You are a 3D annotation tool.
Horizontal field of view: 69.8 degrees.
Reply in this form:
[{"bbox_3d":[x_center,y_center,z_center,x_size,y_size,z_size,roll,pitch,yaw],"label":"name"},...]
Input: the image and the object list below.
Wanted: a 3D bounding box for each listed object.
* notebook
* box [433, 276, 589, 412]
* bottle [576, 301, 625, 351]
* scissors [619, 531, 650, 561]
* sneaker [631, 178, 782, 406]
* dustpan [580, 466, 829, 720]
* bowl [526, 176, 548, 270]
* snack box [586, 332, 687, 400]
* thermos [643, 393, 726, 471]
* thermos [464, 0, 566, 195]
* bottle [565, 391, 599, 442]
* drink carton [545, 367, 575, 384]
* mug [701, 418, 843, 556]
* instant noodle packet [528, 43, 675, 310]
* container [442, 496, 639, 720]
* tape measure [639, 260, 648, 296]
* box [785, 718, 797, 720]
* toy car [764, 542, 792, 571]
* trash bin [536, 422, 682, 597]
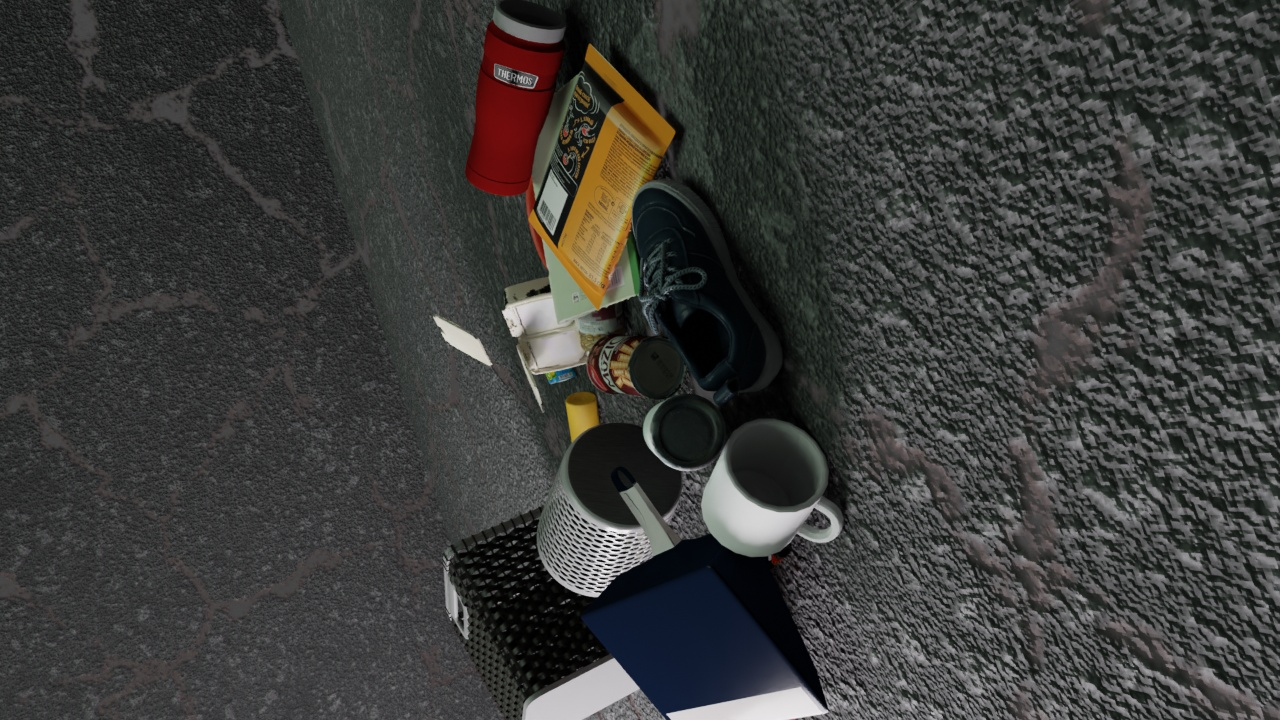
[{"bbox_3d":[-0.068,-0.179,1.019,0.182,0.010,0.252,-15,84,56],"label":"notebook"},{"bbox_3d":[-0.148,-0.006,1.138,0.144,0.187,0.105,74,-177,-49],"label":"box"},{"bbox_3d":[-0.050,-0.067,1.091,0.056,0.056,0.105,33,134,57],"label":"bottle"},{"bbox_3d":[0.005,0.257,1.256,0.171,0.012,0.157,-5,102,67],"label":"scissors"},{"bbox_3d":[0.039,-0.065,0.821,0.089,0.087,0.235,-47,62,37],"label":"sneaker"},{"bbox_3d":[0.041,0.234,0.919,0.273,0.079,0.237,51,138,-2],"label":"dustpan"},{"bbox_3d":[-0.098,-0.171,1.140,0.130,0.045,0.131,48,147,46],"label":"bowl"},{"bbox_3d":[-0.006,0.006,1.023,0.121,0.072,0.072,5,110,66],"label":"snack box"},{"bbox_3d":[0.037,0.068,0.881,0.230,0.068,0.068,107,145,-85],"label":"thermos"},{"bbox_3d":[-0.141,-0.296,1.029,0.107,0.084,0.199,-86,13,-53],"label":"thermos"},{"bbox_3d":[-0.075,0.117,1.300,0.043,0.043,0.144,35,137,56],"label":"bottle"},{"bbox_3d":[-0.132,-0.031,1.329,0.044,0.038,0.129,-18,90,68],"label":"drink carton"},{"bbox_3d":[0.121,0.120,0.806,0.121,0.090,0.090,30,144,11],"label":"mug"},{"bbox_3d":[-0.048,-0.186,0.950,0.160,0.032,0.221,53,134,31],"label":"instant noodle packet"},{"bbox_3d":[-0.129,0.386,1.364,0.243,0.245,0.248,55,152,29],"label":"container"},{"bbox_3d":[0.021,-0.078,0.942,0.059,0.038,0.058,45,145,49],"label":"tape measure"},{"bbox_3d":[0.107,0.375,1.020,0.129,0.087,0.158,46,150,46],"label":"box"},{"bbox_3d":[0.107,0.165,0.904,0.100,0.048,0.051,36,138,55],"label":"toy car"},{"bbox_3d":[-0.038,0.180,1.120,0.156,0.156,0.184,61,152,27],"label":"trash bin"}]
